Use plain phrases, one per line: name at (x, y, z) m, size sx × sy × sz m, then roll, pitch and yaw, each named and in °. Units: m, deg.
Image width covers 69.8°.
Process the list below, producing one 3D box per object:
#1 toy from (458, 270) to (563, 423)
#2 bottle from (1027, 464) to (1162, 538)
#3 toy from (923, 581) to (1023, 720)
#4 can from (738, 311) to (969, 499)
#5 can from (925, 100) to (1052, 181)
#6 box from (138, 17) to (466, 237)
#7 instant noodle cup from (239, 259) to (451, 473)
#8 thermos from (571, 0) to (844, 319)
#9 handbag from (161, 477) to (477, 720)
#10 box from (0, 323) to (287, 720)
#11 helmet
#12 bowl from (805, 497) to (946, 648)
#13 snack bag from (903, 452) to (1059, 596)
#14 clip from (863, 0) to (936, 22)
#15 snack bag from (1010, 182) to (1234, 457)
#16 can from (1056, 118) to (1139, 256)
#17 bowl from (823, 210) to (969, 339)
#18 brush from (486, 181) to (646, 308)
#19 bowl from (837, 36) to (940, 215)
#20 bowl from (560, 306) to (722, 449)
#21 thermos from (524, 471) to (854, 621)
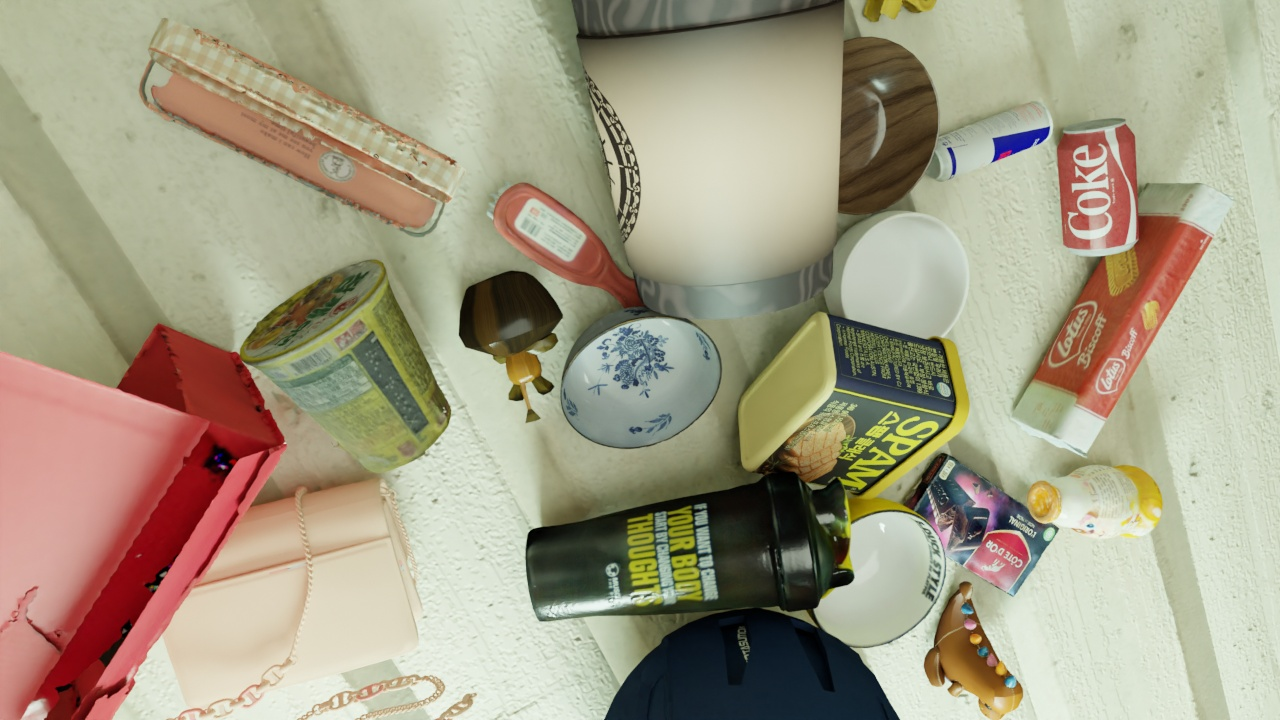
toy at (-0.082, -0.009, 0.609) m, size 0.076 × 0.062 × 0.100 m, roll -14°, pitch 95°, yaw 25°
bottle at (0.385, 0.120, 0.779) m, size 0.109 × 0.063 × 0.063 m, roll 3°, pitch 104°, yaw -19°
toy at (0.286, 0.243, 0.769) m, size 0.070 × 0.090 × 0.103 m, roll -7°, pitch 111°, yaw -15°
can at (0.144, 0.034, 0.650) m, size 0.104 × 0.075 × 0.136 m, roll 13°, pitch 143°, yaw -17°
can at (0.256, -0.162, 0.680) m, size 0.095 × 0.032 × 0.032 m, roll -22°, pitch 110°, yaw -10°
box at (-0.199, -0.134, 0.545) m, size 0.187 × 0.054 × 0.079 m, roll 24°, pitch 129°, yaw -20°
instant noodle cup at (-0.174, 0.008, 0.574) m, size 0.102 × 0.102 × 0.108 m, roll -32°, pitch 120°, yaw -6°
thermos at (0.046, -0.153, 0.556) m, size 0.172 × 0.172 × 0.226 m, roll -14°, pitch 115°, yaw -12°
handbag at (-0.209, 0.154, 0.546) m, size 0.198 × 0.187 × 0.116 m, roll -13°, pitch 104°, yaw -5°
box at (-0.267, 0.125, 0.407) m, size 0.107 × 0.409 × 0.211 m, roll 33°, pitch 94°, yaw -18°
helmet at (0.080, 0.292, 0.627) m, size 0.232 × 0.272 × 0.223 m, roll 4°, pitch 111°, yaw -2°
bowl at (0.172, 0.159, 0.725) m, size 0.117 × 0.067 × 0.117 m, roll -4°, pitch 106°, yaw -15°
snack bag at (0.288, 0.141, 0.783) m, size 0.155 × 0.018 × 0.074 m, roll 31°, pitch 94°, yaw -23°
clip at (0.182, -0.260, 0.641) m, size 0.048 × 0.045 × 0.054 m, roll -1°, pitch 110°, yaw -62°
snack bag at (0.376, -0.034, 0.728) m, size 0.041 × 0.077 × 0.225 m, roll 28°, pitch 96°, yaw -10°
can at (0.352, -0.133, 0.705) m, size 0.054 × 0.054 × 0.097 m, roll -17°, pitch 109°, yaw -12°
bowl at (0.183, -0.059, 0.677) m, size 0.104 × 0.054 × 0.105 m, roll -4°, pitch 104°, yaw -15°
brush at (-0.034, -0.065, 0.625) m, size 0.172 × 0.030 × 0.041 m, roll 34°, pitch 91°, yaw -35°
bowl at (0.150, -0.165, 0.649) m, size 0.119 × 0.032 × 0.119 m, roll -4°, pitch 106°, yaw -15°
bowl at (-0.004, 0.004, 0.634) m, size 0.114 × 0.045 × 0.114 m, roll -9°, pitch 130°, yaw -11°
thermos at (0.035, 0.136, 0.642) m, size 0.221 × 0.098 × 0.098 m, roll -10°, pitch 108°, yaw 6°
